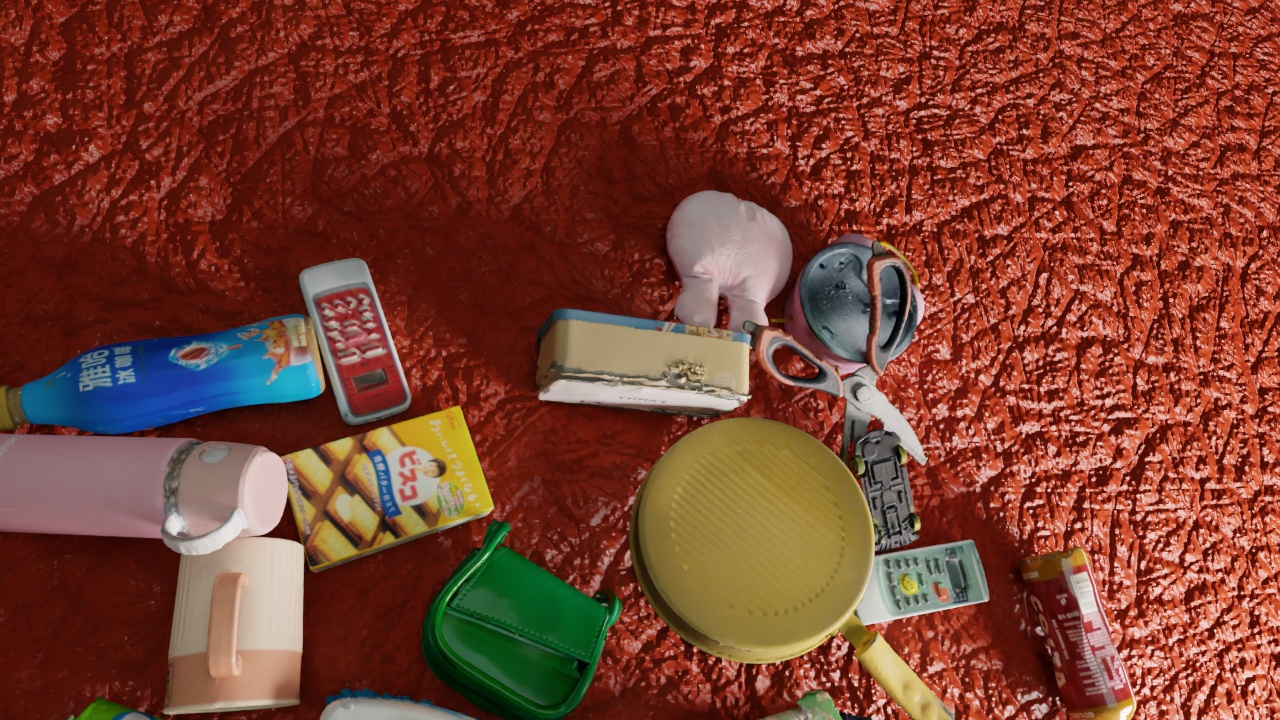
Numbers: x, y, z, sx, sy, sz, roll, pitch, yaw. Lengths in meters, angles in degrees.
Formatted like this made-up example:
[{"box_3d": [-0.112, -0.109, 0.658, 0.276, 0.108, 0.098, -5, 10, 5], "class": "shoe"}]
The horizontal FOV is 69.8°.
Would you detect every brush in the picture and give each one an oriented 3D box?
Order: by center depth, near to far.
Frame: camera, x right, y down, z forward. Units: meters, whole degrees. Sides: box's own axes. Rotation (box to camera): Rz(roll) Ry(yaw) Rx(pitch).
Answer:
[{"box_3d": [-0.062, 0.275, 0.598, 0.314, 0.110, 0.060, 18, 65, -5], "class": "brush"}]

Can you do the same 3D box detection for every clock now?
[{"box_3d": [0.202, -0.055, 0.853, 0.158, 0.060, 0.117, -42, 86, -23], "class": "clock"}]

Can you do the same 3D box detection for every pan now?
[{"box_3d": [0.148, 0.198, 0.738, 0.357, 0.078, 0.197, 41, 67, 13], "class": "pan"}]

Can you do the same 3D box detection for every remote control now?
[{"box_3d": [-0.227, -0.017, 0.730, 0.055, 0.020, 0.136, -16, 77, -21], "class": "remote control"}, {"box_3d": [0.238, 0.192, 0.797, 0.135, 0.019, 0.056, -4, 73, -18], "class": "remote control"}]

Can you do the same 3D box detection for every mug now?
[{"box_3d": [-0.265, 0.172, 0.600, 0.081, 0.115, 0.105, 1, 69, -15], "class": "mug"}]

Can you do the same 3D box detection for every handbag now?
[{"box_3d": [-0.088, 0.196, 0.676, 0.131, 0.068, 0.120, 33, 58, -2], "class": "handbag"}]

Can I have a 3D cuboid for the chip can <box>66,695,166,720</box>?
[{"box_3d": [-0.249, 0.283, 0.579, 0.236, 0.072, 0.072, 20, 66, -3], "class": "chip can"}]

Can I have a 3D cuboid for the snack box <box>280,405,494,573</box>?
[{"box_3d": [-0.191, 0.096, 0.695, 0.140, 0.034, 0.087, -15, 77, -23], "class": "snack box"}]

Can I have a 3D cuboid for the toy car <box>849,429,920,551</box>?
[{"box_3d": [0.210, 0.112, 0.799, 0.049, 0.031, 0.106, -13, 96, -13], "class": "toy car"}]

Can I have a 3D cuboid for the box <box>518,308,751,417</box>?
[{"box_3d": [-0.004, 0.004, 0.752, 0.184, 0.090, 0.061, 9, 73, -18], "class": "box"}]

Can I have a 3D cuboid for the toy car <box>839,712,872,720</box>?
[{"box_3d": [0.164, 0.354, 0.703, 0.070, 0.042, 0.157, 15, 61, -13], "class": "toy car"}]

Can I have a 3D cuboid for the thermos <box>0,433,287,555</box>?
[{"box_3d": [-0.335, 0.088, 0.589, 0.199, 0.067, 0.087, 2, 33, 9], "class": "thermos"}]

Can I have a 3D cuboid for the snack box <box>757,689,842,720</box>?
[{"box_3d": [0.084, 0.313, 0.661, 0.118, 0.106, 0.117, -12, 73, -22], "class": "snack box"}]

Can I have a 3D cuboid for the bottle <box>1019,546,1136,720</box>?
[{"box_3d": [0.386, 0.254, 0.799, 0.057, 0.058, 0.174, -7, 73, -19], "class": "bottle"}]

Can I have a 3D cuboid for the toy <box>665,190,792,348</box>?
[{"box_3d": [0.077, -0.083, 0.823, 0.121, 0.054, 0.159, 18, 58, -7], "class": "toy"}]

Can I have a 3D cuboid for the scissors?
[{"box_3d": [0.188, 0.009, 0.792, 0.222, 0.015, 0.189, 39, 91, -18], "class": "scissors"}]

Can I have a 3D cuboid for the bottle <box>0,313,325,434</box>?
[{"box_3d": [-0.344, 0.015, 0.658, 0.218, 0.065, 0.065, -12, 75, -21], "class": "bottle"}]
